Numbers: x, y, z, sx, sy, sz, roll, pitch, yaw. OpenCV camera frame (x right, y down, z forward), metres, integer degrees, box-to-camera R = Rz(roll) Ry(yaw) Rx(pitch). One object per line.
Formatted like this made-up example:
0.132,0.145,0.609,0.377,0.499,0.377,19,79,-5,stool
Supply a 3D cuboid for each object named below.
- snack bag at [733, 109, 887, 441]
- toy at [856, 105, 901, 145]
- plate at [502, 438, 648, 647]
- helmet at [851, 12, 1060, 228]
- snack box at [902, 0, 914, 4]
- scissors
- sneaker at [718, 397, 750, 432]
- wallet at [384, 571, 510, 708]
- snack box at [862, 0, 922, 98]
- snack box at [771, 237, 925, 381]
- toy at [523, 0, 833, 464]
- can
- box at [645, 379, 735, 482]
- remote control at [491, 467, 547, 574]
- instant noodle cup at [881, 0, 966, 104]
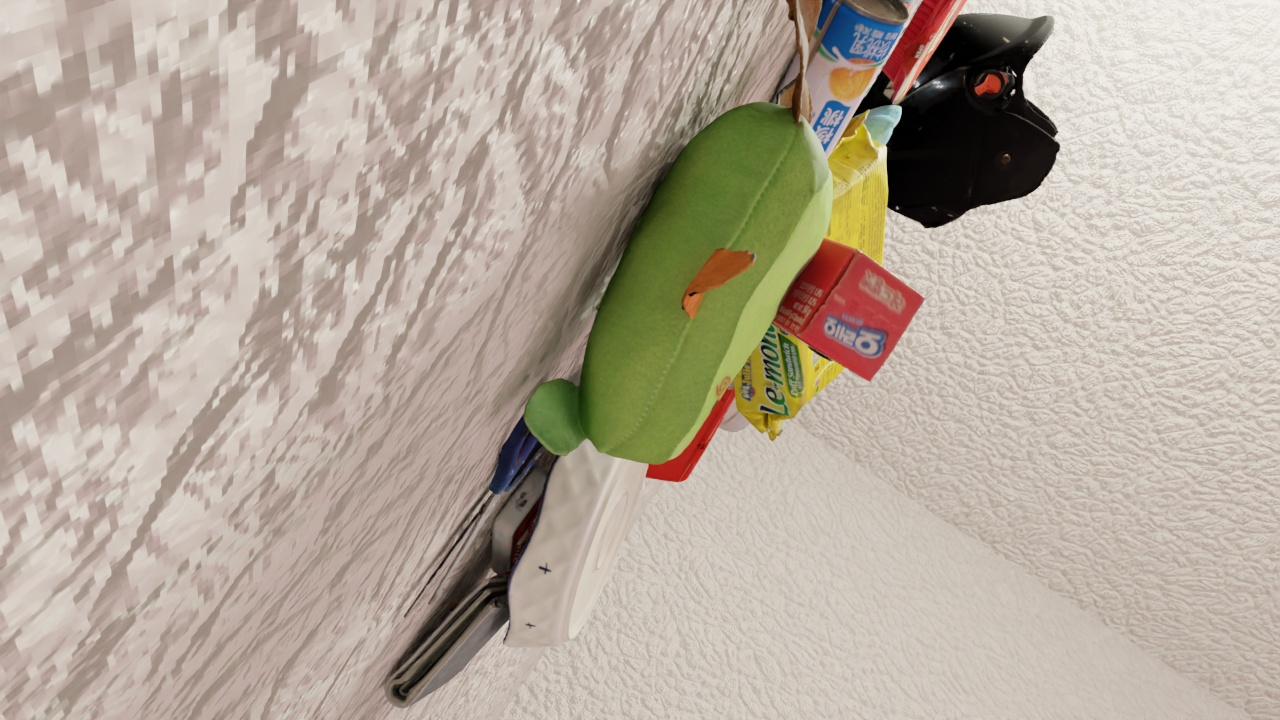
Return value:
0.142,-0.064,0.763,0.157,0.068,0.247,-37,136,-33,snack bag
0.180,-0.193,0.870,0.157,0.050,0.161,-32,-164,33,toy
-0.040,0.120,0.689,0.205,0.045,0.205,22,89,-81,plate
0.377,-0.299,1.112,0.233,0.230,0.275,-63,174,-72,helmet
0.197,-0.297,0.618,0.174,0.051,0.074,-46,168,-52,snack box
-0.083,0.074,0.540,0.161,0.012,0.164,-51,172,-39,scissors
0.101,-0.044,1.036,0.090,0.090,0.241,-18,-132,52,sneaker
-0.129,0.196,0.672,0.106,0.037,0.130,-47,170,-5,wallet
0.158,-0.228,0.687,0.113,0.044,0.127,-48,169,-50,snack box
0.086,-0.051,0.564,0.057,0.058,0.207,-58,-157,6,snack box
0.037,-0.052,0.471,0.247,0.090,0.227,-61,178,4,toy
0.122,-0.182,0.615,0.053,0.053,0.135,-49,169,-47,can
0.031,0.023,0.885,0.202,0.095,0.098,113,-16,-49,box
-0.089,0.124,0.684,0.055,0.020,0.136,-54,172,-27,remote control
0.254,-0.328,0.809,0.193,0.066,0.194,-56,174,-10,instant noodle cup
